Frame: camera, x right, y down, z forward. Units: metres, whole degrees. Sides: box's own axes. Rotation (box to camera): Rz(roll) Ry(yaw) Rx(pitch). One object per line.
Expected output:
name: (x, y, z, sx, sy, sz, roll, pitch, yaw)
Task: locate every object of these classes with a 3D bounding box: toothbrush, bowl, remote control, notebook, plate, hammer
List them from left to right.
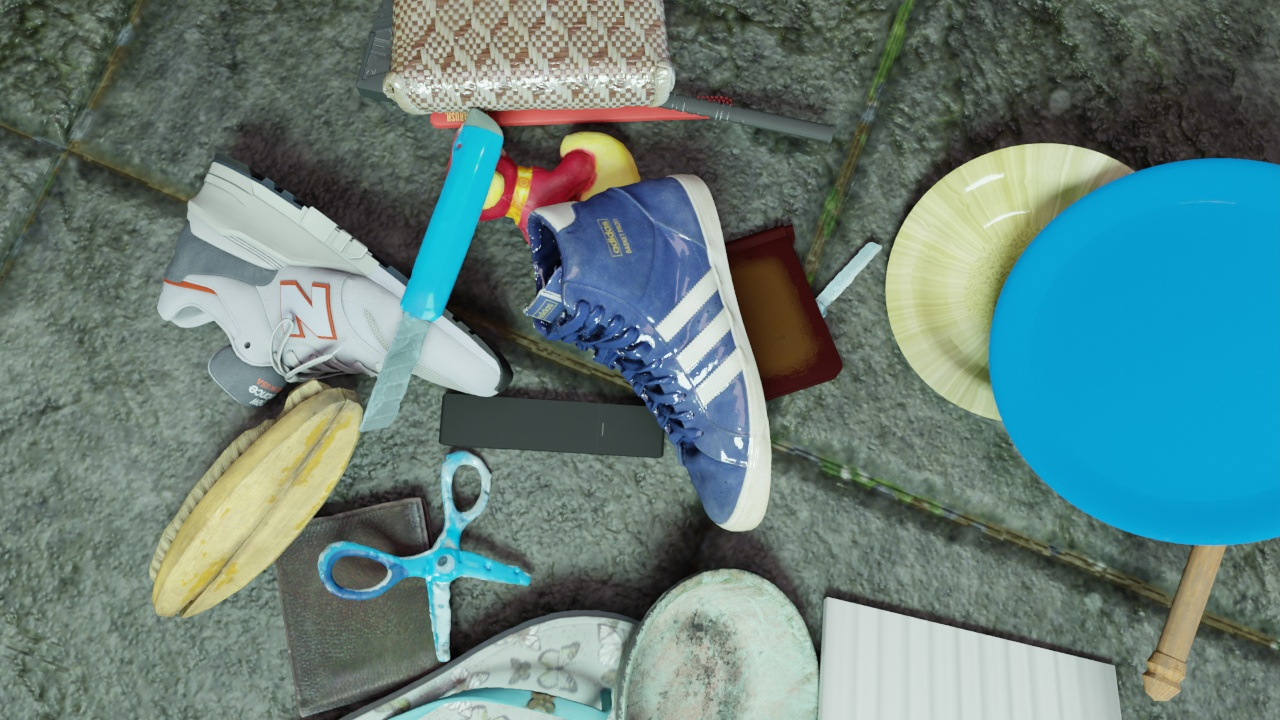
remote control: (-0.059, 0.045, 0.618, 0.150, 0.013, 0.034, 4, 82, -5)
toothbrush: (-0.040, -0.174, 0.642, 0.212, 0.018, 0.012, -4, 84, -6)
hammer: (-0.026, -0.195, 0.634, 0.325, 0.015, 0.095, 12, 79, 0)
bowl: (0.042, 0.209, 0.573, 0.157, 0.039, 0.157, 6, 78, -33)
notebook: (0.215, 0.245, 0.590, 0.209, 0.009, 0.142, 14, 56, -5)
plate: (0.264, -0.050, 0.622, 0.185, 0.036, 0.184, -1, 88, 27)
plate: (0.324, -0.005, 0.542, 0.225, 0.024, 0.224, -4, 83, 38)
hammer: (0.379, 0.064, 0.581, 0.162, 0.083, 0.317, 32, 79, -44)

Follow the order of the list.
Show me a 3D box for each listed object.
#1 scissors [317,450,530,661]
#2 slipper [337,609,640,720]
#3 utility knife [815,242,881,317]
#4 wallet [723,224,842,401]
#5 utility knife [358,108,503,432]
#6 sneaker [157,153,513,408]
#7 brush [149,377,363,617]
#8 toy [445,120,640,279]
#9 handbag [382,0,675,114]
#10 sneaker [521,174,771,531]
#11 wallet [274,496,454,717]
scissors: (-0.135, 0.121, 0.581, 0.139, 0.011, 0.134, 4, 71, -25)
slipper: (-0.102, 0.228, 0.561, 0.268, 0.055, 0.098, -18, 104, -7)
utility knife: (0.112, -0.024, 0.640, 0.022, 0.015, 0.166, 44, 84, 0)
wallet: (0.079, -0.031, 0.628, 0.091, 0.018, 0.115, -18, 75, -3)
utility knife: (-0.120, -0.058, 0.537, 0.031, 0.015, 0.221, 15, 65, 0)
sneaker: (-0.206, -0.018, 0.583, 0.240, 0.089, 0.124, 36, 86, 8)
brush: (-0.233, 0.083, 0.553, 0.196, 0.059, 0.043, -47, 48, 15)
toy: (-0.062, -0.107, 0.617, 0.137, 0.067, 0.105, 8, 85, -17)
handbag: (-0.073, -0.220, 0.606, 0.186, 0.047, 0.124, -2, 71, -3)
sneaker: (-0.003, 0.002, 0.566, 0.118, 0.092, 0.233, -9, 89, -25)
wallet: (-0.177, 0.155, 0.590, 0.099, 0.031, 0.120, -12, 82, -9)
